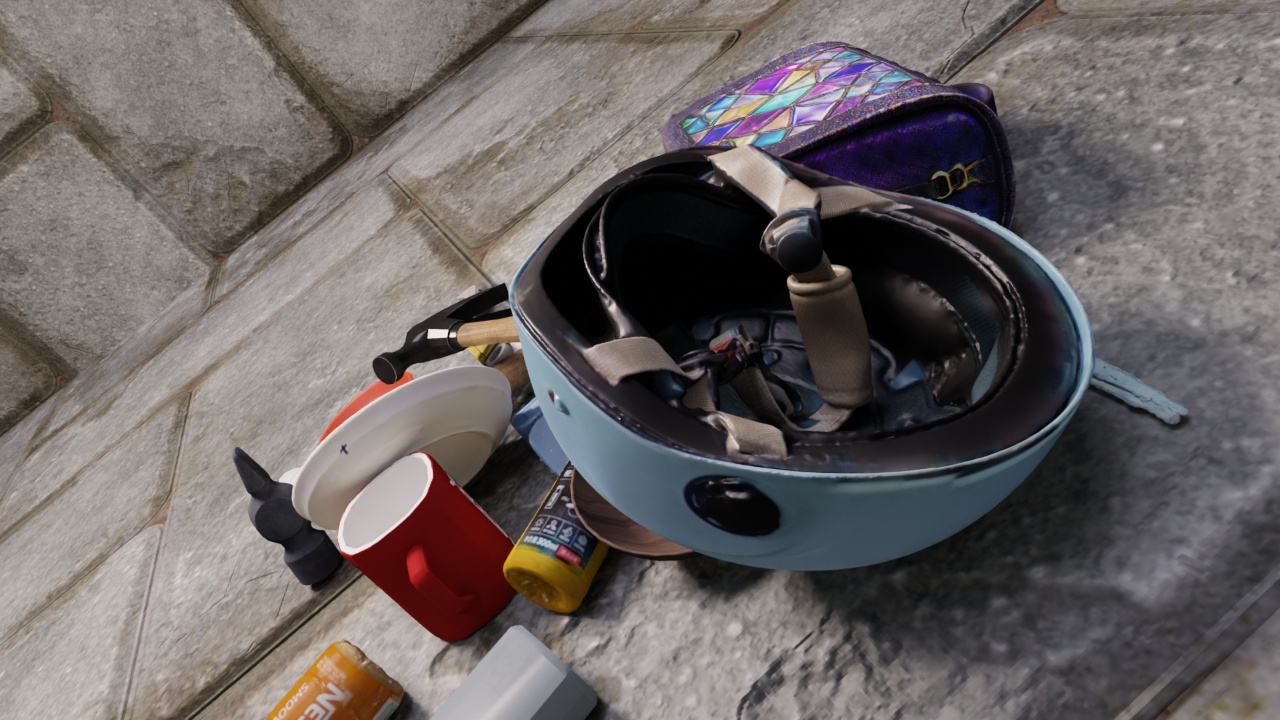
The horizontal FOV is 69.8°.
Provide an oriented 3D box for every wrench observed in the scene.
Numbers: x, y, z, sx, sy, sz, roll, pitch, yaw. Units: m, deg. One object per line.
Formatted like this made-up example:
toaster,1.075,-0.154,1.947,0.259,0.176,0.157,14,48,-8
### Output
wrench,-0.169,-0.030,0.945,0.083,0.018,0.273,-54,24,-4

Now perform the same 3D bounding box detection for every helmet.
helmet,0.075,0.005,0.460,0.266,0.167,0.224,15,48,25

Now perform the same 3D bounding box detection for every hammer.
hammer,-0.071,-0.031,0.738,0.306,0.040,0.132,-5,24,36
hammer,-0.184,0.054,0.789,0.321,0.129,0.040,-32,20,-10

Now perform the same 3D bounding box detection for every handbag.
handbag,0.143,-0.138,0.647,0.222,0.125,0.204,-23,29,2

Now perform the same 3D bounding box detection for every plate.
plate,-0.169,0.077,0.694,0.182,0.182,0.034,-38,69,0

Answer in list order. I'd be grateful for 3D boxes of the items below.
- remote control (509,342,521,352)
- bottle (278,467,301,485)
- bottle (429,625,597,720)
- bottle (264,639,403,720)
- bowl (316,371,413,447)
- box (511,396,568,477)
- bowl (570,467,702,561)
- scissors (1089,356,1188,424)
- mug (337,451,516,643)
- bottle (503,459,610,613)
remote control,-0.131,-0.014,0.909,0.043,0.013,0.136,-32,28,11
bottle,-0.292,0.121,0.858,0.136,0.044,0.044,-7,40,44
bottle,-0.098,0.220,0.479,0.161,0.046,0.072,-47,29,-18
bottle,-0.219,0.253,0.558,0.166,0.059,0.059,-50,30,-22
bowl,-0.266,0.066,0.922,0.122,0.035,0.121,-28,29,17
box,-0.008,-0.002,0.720,0.209,0.039,0.126,-42,29,-8
bowl,0.020,0.077,0.547,0.119,0.032,0.119,-7,40,6
scissors,0.219,-0.005,0.487,0.065,0.033,0.174,-35,24,-3
mug,-0.135,0.130,0.603,0.080,0.096,0.116,-39,28,-3
bottle,-0.022,0.073,0.604,0.053,0.053,0.185,-9,39,43
